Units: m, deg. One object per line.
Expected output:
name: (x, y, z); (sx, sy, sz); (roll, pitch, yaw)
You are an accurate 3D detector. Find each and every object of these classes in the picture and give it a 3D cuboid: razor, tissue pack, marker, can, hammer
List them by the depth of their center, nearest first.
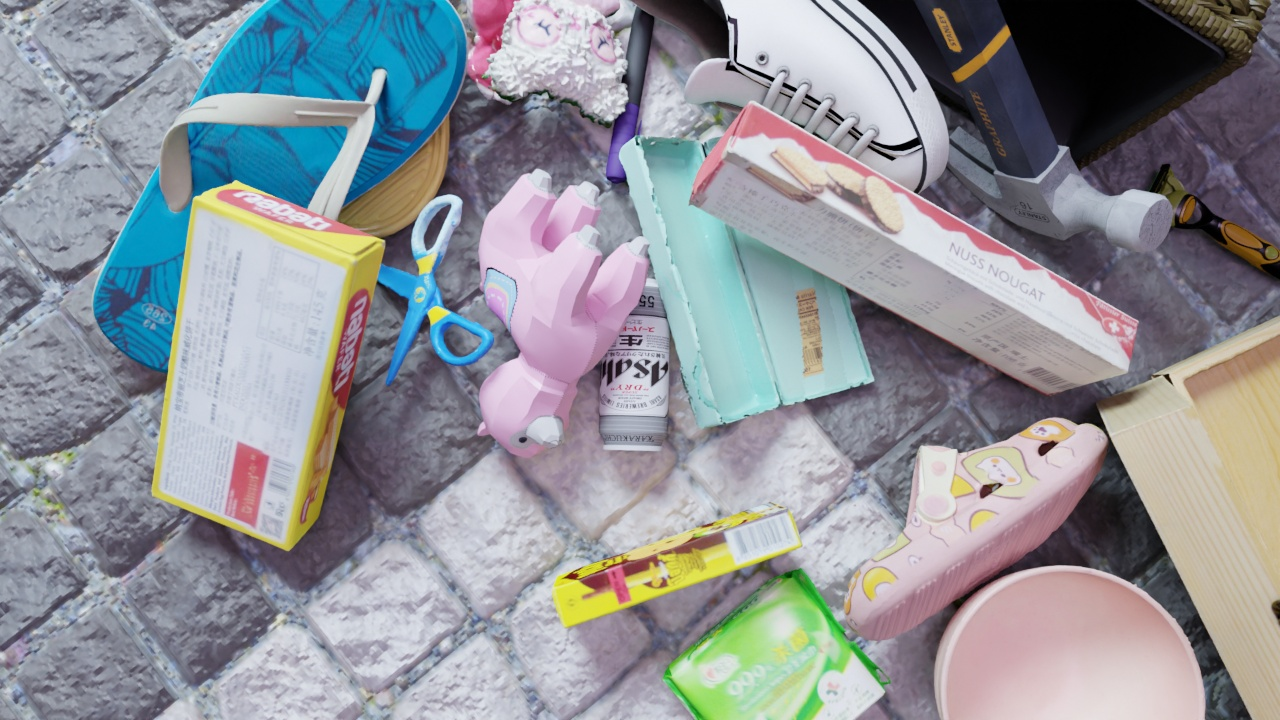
hammer: (0.187, -0.181, 0.505); (0.035, 0.139, 0.312); (-49, 127, -6)
tissue pack: (0.084, 0.201, 0.571); (0.114, 0.034, 0.099); (-38, 86, -7)
can: (-0.003, 0.003, 0.580); (0.044, 0.044, 0.106); (2, 85, -2)
marker: (-0.004, -0.182, 0.612); (0.018, 0.015, 0.134); (11, 84, -16)
razor: (0.404, -0.079, 0.616); (0.144, 0.021, 0.044); (30, 84, -1)

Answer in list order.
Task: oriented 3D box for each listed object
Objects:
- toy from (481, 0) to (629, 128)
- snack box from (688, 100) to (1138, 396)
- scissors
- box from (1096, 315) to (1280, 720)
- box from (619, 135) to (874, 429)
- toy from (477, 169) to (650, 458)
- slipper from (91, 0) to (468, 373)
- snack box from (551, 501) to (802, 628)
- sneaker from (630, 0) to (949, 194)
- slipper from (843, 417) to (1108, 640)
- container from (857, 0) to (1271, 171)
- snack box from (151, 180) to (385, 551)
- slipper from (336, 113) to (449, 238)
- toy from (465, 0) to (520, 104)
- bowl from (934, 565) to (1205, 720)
toy: (-0.047, -0.209, 0.576); (0.095, 0.041, 0.109); (6, 85, -31)
snack box: (0.163, -0.062, 0.554); (0.273, 0.077, 0.044); (26, 70, -8)
scissors: (-0.132, -0.041, 0.566); (0.125, 0.013, 0.127); (25, 93, 32)
box: (0.395, 0.116, 0.563); (0.252, 0.119, 0.247); (-22, 86, -28)
box: (0.067, -0.059, 0.592); (0.138, 0.055, 0.187); (-11, 84, -31)
toy: (-0.061, -0.025, 0.560); (0.123, 0.067, 0.158); (49, 119, 34)
slipper: (-0.221, -0.107, 0.531); (0.118, 0.060, 0.295); (40, 100, -13)
snack box: (0.021, 0.123, 0.561); (0.149, 0.061, 0.025); (-18, 85, -4)
sneaker: (0.080, -0.182, 0.572); (0.097, 0.091, 0.245); (-44, 90, -11)
slipper: (0.194, 0.093, 0.567); (0.197, 0.093, 0.081); (-32, 54, -12)
container: (0.218, -0.306, 0.556); (0.321, 0.176, 0.204); (33, 81, 1)
snack box: (-0.217, 0.008, 0.526); (0.092, 0.042, 0.201); (22, 115, 0)
slipper: (-0.169, -0.210, 0.574); (0.099, 0.078, 0.263); (-1, 106, -3)
toy: (-0.094, -0.216, 0.595); (0.050, 0.065, 0.102); (7, 86, 32)
bowl: (0.245, 0.195, 0.556); (0.153, 0.076, 0.153); (0, 85, -1)
